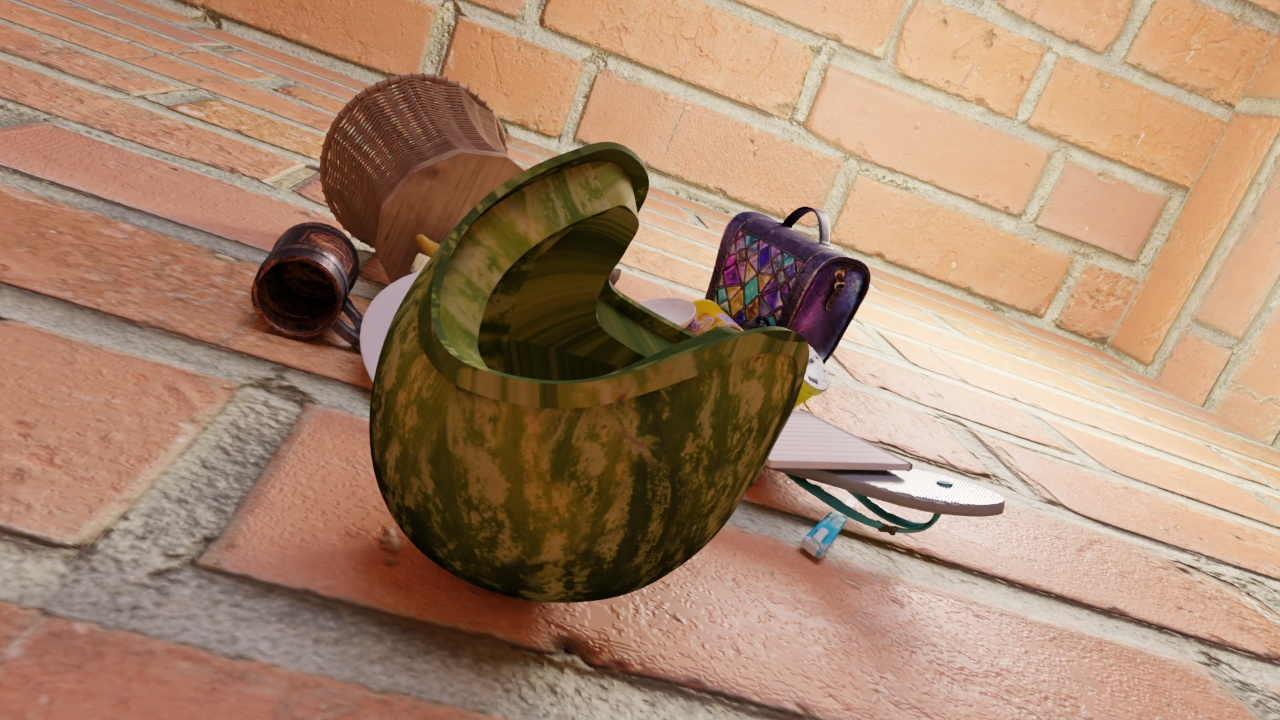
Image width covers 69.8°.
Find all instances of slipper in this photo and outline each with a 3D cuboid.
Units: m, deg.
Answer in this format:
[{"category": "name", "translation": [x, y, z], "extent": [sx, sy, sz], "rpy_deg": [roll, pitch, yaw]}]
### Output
[{"category": "slipper", "translation": [0.190, 0.120, 0.848], "extent": [0.269, 0.055, 0.098], "rpy_deg": [12, 8, 26]}]

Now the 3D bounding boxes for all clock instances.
[{"category": "clock", "translation": [0.189, 0.005, 1.153], "extent": [0.083, 0.057, 0.119], "rpy_deg": [23, 41, -35]}]

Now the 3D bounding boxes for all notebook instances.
[{"category": "notebook", "translation": [0.149, 0.075, 0.907], "extent": [0.142, 0.009, 0.210], "rpy_deg": [3, 9, -18]}]

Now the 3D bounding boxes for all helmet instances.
[{"category": "helmet", "translation": [-0.036, 0.029, 0.543], "extent": [0.243, 0.247, 0.213], "rpy_deg": [-30, 60, -16]}]

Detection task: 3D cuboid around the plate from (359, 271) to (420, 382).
[{"category": "plate", "translation": [-0.117, -0.008, 0.795], "extent": [0.242, 0.016, 0.242], "rpy_deg": [16, 39, -14]}]

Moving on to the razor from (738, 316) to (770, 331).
[{"category": "razor", "translation": [0.152, -0.011, 1.219], "extent": [0.054, 0.067, 0.151], "rpy_deg": [18, 25, -1]}]

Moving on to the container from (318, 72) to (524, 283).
[{"category": "container", "translation": [-0.223, -0.180, 1.025], "extent": [0.226, 0.227, 0.196], "rpy_deg": [9, 27, -36]}]

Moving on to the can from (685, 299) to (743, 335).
[{"category": "can", "translation": [0.094, -0.034, 1.208], "extent": [0.067, 0.068, 0.105], "rpy_deg": [14, 18, -23]}]

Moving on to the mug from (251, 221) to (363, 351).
[{"category": "mug", "translation": [-0.288, -0.062, 0.832], "extent": [0.116, 0.080, 0.107], "rpy_deg": [43, 9, -23]}]

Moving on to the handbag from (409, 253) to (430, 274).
[{"category": "handbag", "translation": [-0.176, -0.038, 0.876], "extent": [0.119, 0.081, 0.111], "rpy_deg": [19, 24, -13]}]

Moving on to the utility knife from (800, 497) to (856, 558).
[{"category": "utility knife", "translation": [0.179, 0.146, 0.830], "extent": [0.022, 0.015, 0.180], "rpy_deg": [32, 17, 20]}]

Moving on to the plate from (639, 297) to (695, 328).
[{"category": "plate", "translation": [0.022, -0.049, 1.199], "extent": [0.104, 0.026, 0.104], "rpy_deg": [-9, 26, 5]}]

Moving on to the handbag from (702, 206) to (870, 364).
[{"category": "handbag", "translation": [0.214, -0.119, 1.355], "extent": [0.125, 0.222, 0.205], "rpy_deg": [7, 21, -38]}]

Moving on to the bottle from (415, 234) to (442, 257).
[{"category": "bottle", "translation": [-0.181, -0.081, 0.949], "extent": [0.146, 0.051, 0.051], "rpy_deg": [46, -2, -39]}]

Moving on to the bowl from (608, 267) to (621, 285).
[{"category": "bowl", "translation": [-0.082, -0.102, 1.223], "extent": [0.118, 0.030, 0.118], "rpy_deg": [-5, 1, 0]}]
